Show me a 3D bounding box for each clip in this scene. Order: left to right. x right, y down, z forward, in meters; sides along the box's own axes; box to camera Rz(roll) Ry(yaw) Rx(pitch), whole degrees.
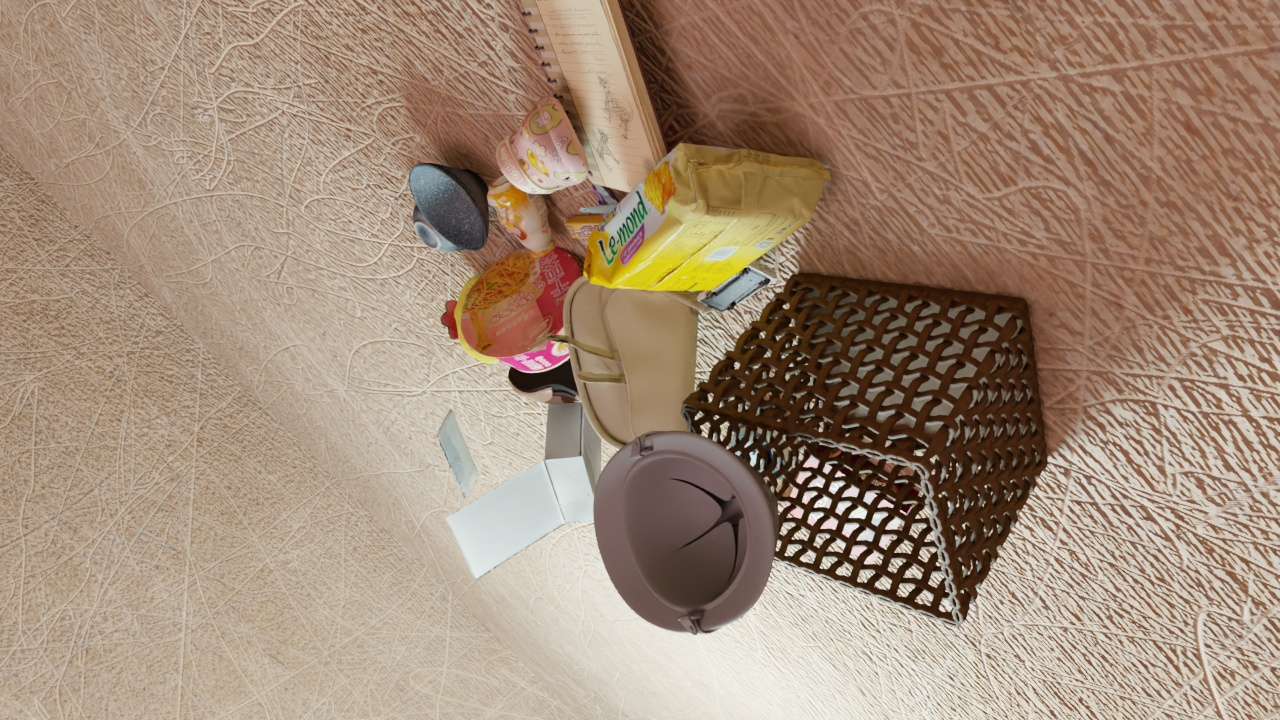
[{"bbox_3d":[-0.040,-0.186,1.068,0.013,0.032,0.051,-3,125,51],"label":"clip"}]

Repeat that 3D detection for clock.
[{"bbox_3d":[0.152,0.104,1.179,0.118,0.056,0.083,18,143,35],"label":"clock"}]

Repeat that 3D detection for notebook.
[{"bbox_3d":[-0.044,-0.269,0.915,0.167,0.024,0.226,28,146,51],"label":"notebook"}]

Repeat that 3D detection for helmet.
[{"bbox_3d":[0.069,0.147,0.854,0.272,0.117,0.183,-29,75,53],"label":"helmet"}]

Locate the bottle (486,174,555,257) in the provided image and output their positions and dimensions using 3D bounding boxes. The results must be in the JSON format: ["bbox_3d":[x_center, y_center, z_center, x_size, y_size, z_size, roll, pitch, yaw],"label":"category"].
[{"bbox_3d":[-0.146,-0.183,1.156,0.063,0.063,0.109,7,134,46],"label":"bottle"}]

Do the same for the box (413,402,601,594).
[{"bbox_3d":[-0.169,0.185,1.377,0.165,0.329,0.167,37,152,36],"label":"box"}]

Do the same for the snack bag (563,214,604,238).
[{"bbox_3d":[-0.059,-0.163,1.122,0.099,0.020,0.026,8,137,45],"label":"snack bag"}]

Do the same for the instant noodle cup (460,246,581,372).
[{"bbox_3d":[-0.142,-0.060,1.221,0.179,0.178,0.078,19,159,35],"label":"instant noodle cup"}]

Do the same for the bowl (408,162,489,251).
[{"bbox_3d":[-0.240,-0.218,1.227,0.137,0.057,0.137,30,148,21],"label":"bowl"}]

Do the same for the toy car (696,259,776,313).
[{"bbox_3d":[0.106,-0.087,1.009,0.039,0.039,0.113,25,153,-17],"label":"toy car"}]

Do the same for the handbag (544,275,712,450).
[{"bbox_3d":[-0.006,0.006,1.097,0.184,0.131,0.229,5,103,25],"label":"handbag"}]

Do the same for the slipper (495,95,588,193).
[{"bbox_3d":[-0.113,-0.219,1.000,0.093,0.081,0.197,62,171,-7],"label":"slipper"}]

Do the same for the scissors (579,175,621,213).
[{"bbox_3d":[-0.006,-0.168,1.036,0.135,0.015,0.130,47,133,-8],"label":"scissors"}]

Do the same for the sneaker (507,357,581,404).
[{"bbox_3d":[-0.068,0.034,1.325,0.294,0.111,0.116,7,155,45],"label":"sneaker"}]

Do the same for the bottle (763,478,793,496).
[{"bbox_3d":[0.158,0.164,1.262,0.109,0.044,0.044,10,137,43],"label":"bottle"}]

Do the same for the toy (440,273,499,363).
[{"bbox_3d":[-0.198,-0.061,1.348,0.208,0.092,0.134,5,98,38],"label":"toy"}]

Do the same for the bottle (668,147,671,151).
[{"bbox_3d":[0.024,-0.198,0.963,0.036,0.036,0.119,3,132,48],"label":"bottle"}]

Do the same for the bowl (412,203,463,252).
[{"bbox_3d":[-0.290,-0.194,1.319,0.110,0.055,0.110,30,148,20],"label":"bowl"}]

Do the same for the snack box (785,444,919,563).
[{"bbox_3d":[0.263,0.178,1.163,0.133,0.035,0.152,32,148,17],"label":"snack box"}]

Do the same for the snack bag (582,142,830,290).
[{"bbox_3d":[0.057,-0.128,0.898,0.248,0.159,0.068,-33,63,59],"label":"snack bag"}]

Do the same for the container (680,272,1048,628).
[{"bbox_3d":[0.225,0.073,0.895,0.252,0.213,0.220,12,139,41],"label":"container"}]
